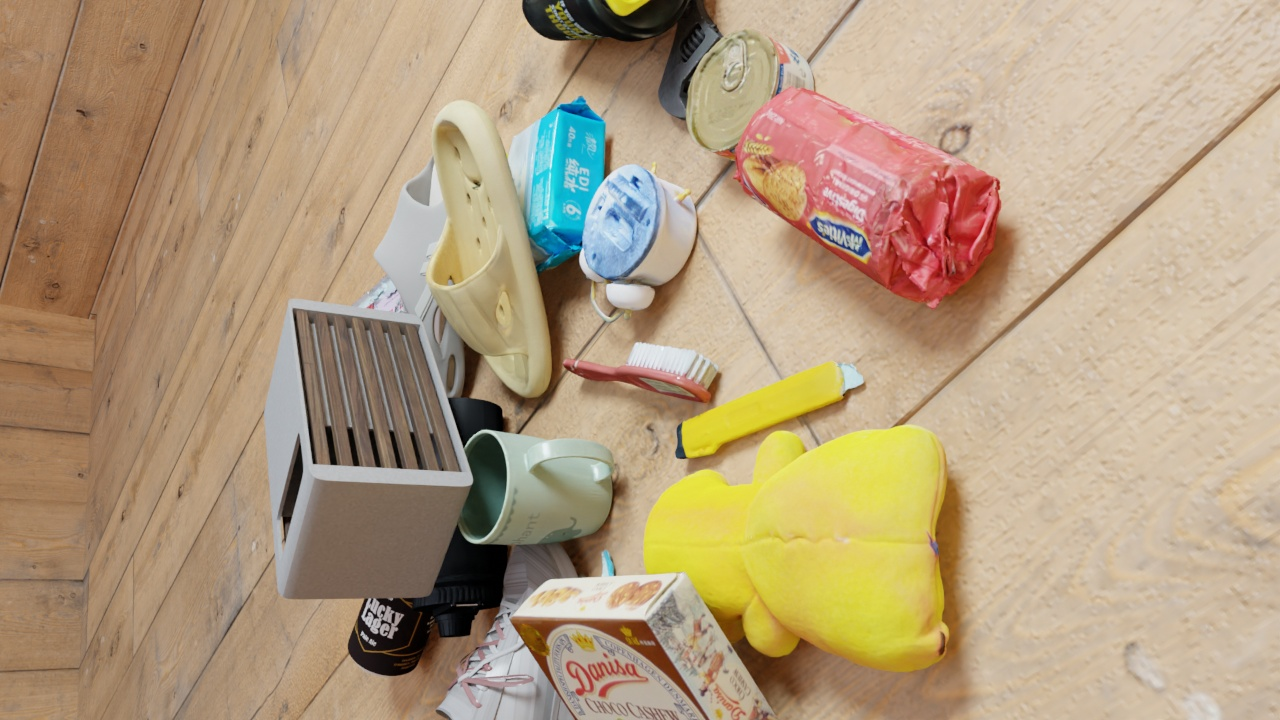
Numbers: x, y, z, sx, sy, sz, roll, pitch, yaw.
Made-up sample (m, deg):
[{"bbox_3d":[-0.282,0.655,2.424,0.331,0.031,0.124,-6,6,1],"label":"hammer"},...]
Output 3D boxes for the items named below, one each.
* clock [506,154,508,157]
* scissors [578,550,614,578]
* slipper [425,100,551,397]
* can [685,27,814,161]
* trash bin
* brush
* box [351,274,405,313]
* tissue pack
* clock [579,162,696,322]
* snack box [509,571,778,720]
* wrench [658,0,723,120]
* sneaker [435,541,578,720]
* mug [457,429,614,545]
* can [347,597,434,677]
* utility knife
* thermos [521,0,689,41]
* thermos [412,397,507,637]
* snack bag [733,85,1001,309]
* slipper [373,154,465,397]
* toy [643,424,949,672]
[{"bbox_3d":[-0.136,-0.147,0.883,0.083,0.057,0.119,45,122,47],"label":"clock"},{"bbox_3d":[-0.024,0.214,0.685,0.140,0.013,0.118,47,121,47],"label":"scissors"},{"bbox_3d":[-0.146,-0.084,0.780,0.111,0.079,0.262,19,124,51],"label":"slipper"},{"bbox_3d":[0.075,-0.181,0.636,0.086,0.043,0.086,-17,68,48],"label":"can"},{"bbox_3d":[-0.228,0.065,0.741,0.115,0.114,0.228,-66,34,27],"label":"trash bin"},{"bbox_3d":[-0.004,0.004,0.697,0.173,0.041,0.030,8,69,54],"label":"brush"},{"bbox_3d":[-0.318,-0.019,1.096,0.202,0.037,0.152,-24,60,46],"label":"box"},{"bbox_3d":[-0.075,-0.147,0.801,0.093,0.061,0.144,-13,69,53],"label":"tissue pack"},{"bbox_3d":[-0.008,-0.089,0.709,0.126,0.052,0.089,-61,42,21],"label":"clock"},{"bbox_3d":[0.005,0.201,0.561,0.143,0.041,0.147,-19,106,49],"label":"snack box"},{"bbox_3d":[0.039,-0.316,0.740,0.073,0.018,0.272,-22,63,48],"label":"wrench"},{"bbox_3d":[-0.107,0.249,0.709,0.099,0.089,0.236,-17,68,55],"label":"sneaker"},{"bbox_3d":[-0.070,0.093,0.697,0.112,0.104,0.084,-42,50,38],"label":"mug"},{"bbox_3d":[-0.231,0.237,0.888,0.072,0.071,0.129,40,111,49],"label":"can"},{"bbox_3d":[0.078,0.034,0.598,0.160,0.017,0.030,-28,64,45],"label":"utility knife"},{"bbox_3d":[-0.032,-0.309,0.755,0.221,0.098,0.098,30,105,63],"label":"thermos"},{"bbox_3d":[-0.163,0.141,0.816,0.086,0.086,0.198,-27,60,45],"label":"thermos"},{"bbox_3d":[0.125,-0.101,0.526,0.176,0.082,0.082,46,116,46],"label":"snack bag"},{"bbox_3d":[-0.216,-0.071,0.893,0.113,0.080,0.266,-131,43,-53],"label":"slipper"},{"bbox_3d":[0.081,0.100,0.523,0.194,0.087,0.134,-14,66,50],"label":"toy"}]
